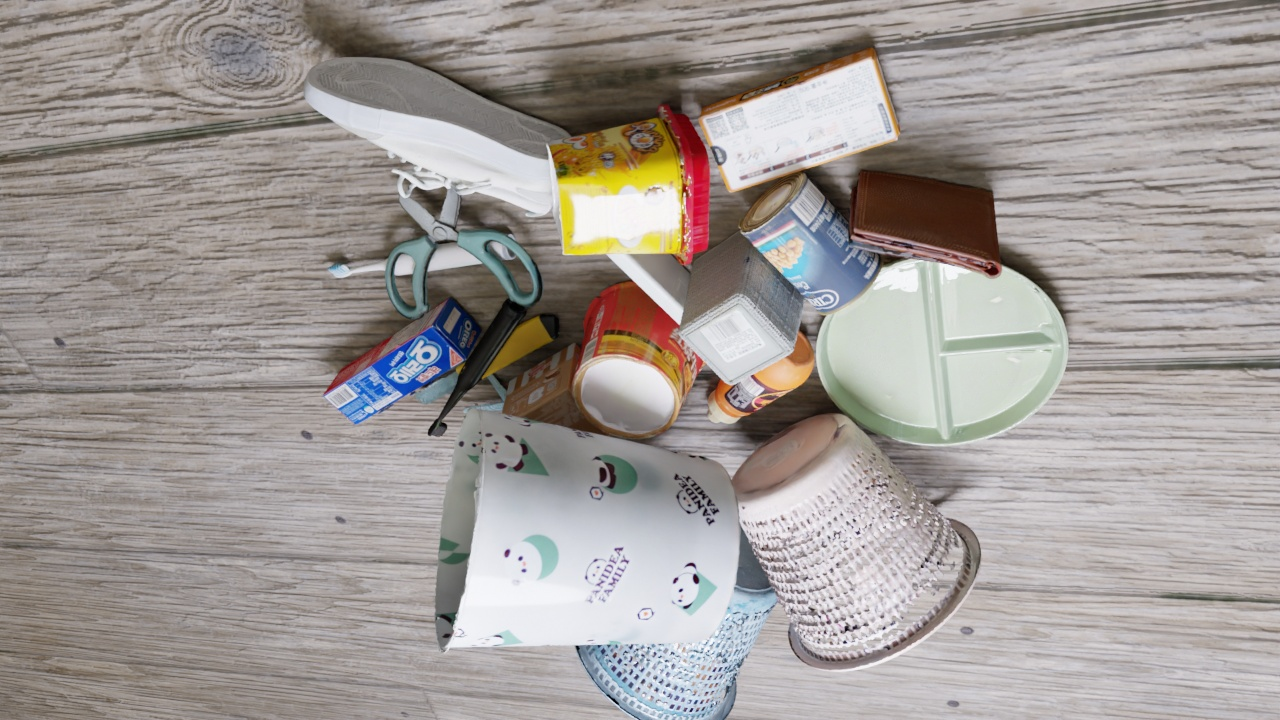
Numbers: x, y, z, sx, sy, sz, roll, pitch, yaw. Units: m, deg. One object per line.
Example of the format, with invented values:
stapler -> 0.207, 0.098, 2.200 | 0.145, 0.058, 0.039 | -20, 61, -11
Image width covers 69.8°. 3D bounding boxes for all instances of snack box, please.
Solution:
snack box -> 0.132, -0.200, 0.774 | 0.154, 0.026, 0.075 | -14, 123, 25
snack box -> -0.088, 0.052, 0.987 | 0.093, 0.094, 0.077 | -30, 117, 19
snack box -> -0.271, 0.004, 1.037 | 0.208, 0.058, 0.057 | -27, 117, 33

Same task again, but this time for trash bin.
trash bin -> 0.202, 0.171, 0.952 | 0.228, 0.226, 0.192 | -29, 103, 33
trash bin -> 0.061, 0.287, 1.085 | 0.226, 0.226, 0.195 | 27, 117, -7
trash bin -> -0.055, 0.171, 0.885 | 0.251, 0.229, 0.230 | 9, 133, -17

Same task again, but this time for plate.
plate -> 0.286, -0.009, 0.884 | 0.230, 0.027, 0.231 | 8, 129, 10

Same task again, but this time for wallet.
wallet -> 0.236, -0.114, 0.764 | 0.124, 0.101, 0.032 | 12, 132, 6

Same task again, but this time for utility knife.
utility knife -> -0.176, 0.001, 1.031 | 0.231, 0.015, 0.033 | -26, 95, 30

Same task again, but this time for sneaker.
sneaker -> -0.184, -0.197, 0.836 | 0.242, 0.089, 0.091 | 18, 136, -7

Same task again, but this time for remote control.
remote control -> 0.011, -0.088, 0.879 | 0.150, 0.058, 0.021 | 43, 128, -18

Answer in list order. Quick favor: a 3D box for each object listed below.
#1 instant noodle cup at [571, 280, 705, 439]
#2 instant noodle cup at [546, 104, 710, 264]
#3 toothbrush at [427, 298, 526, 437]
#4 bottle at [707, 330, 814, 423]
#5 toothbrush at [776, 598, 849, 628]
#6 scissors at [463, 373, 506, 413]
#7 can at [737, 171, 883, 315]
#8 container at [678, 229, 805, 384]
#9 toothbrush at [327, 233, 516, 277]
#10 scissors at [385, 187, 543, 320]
instant noodle cup -> -0.005, 0.005, 0.928 | 0.138, 0.108, 0.138 | 9, 130, 10
instant noodle cup -> -0.013, -0.146, 0.784 | 0.123, 0.116, 0.116 | -8, 129, -8
toothbrush -> -0.186, 0.015, 1.016 | 0.027, 0.026, 0.213 | 17, 126, -31
bottle -> 0.114, 0.023, 0.942 | 0.066, 0.066, 0.150 | 32, 137, -10
toothbrush -> 0.188, 0.310, 1.182 | 0.189, 0.014, 0.018 | 23, 121, -3
scissors -> -0.145, 0.056, 1.066 | 0.133, 0.017, 0.136 | -9, 117, 19
can -> 0.150, -0.105, 0.814 | 0.111, 0.075, 0.075 | 43, 127, -18
container -> 0.095, -0.049, 0.850 | 0.090, 0.114, 0.090 | -32, 115, 35
toothbrush -> -0.232, -0.105, 0.958 | 0.221, 0.026, 0.026 | -5, 151, 21
scissors -> -0.185, -0.088, 0.926 | 0.175, 0.019, 0.170 | 35, 126, -7
